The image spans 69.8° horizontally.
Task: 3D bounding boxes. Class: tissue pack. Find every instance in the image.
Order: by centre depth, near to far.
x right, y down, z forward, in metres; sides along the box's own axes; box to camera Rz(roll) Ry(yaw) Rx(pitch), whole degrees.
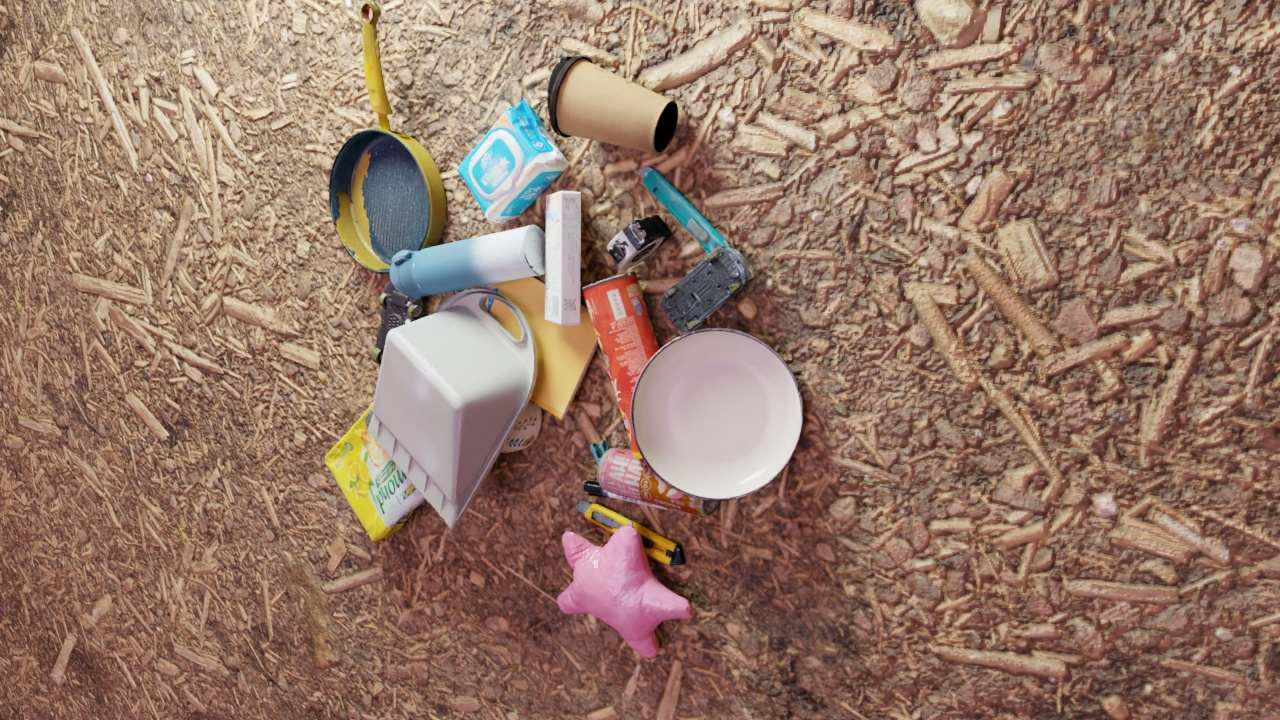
[{"bbox_3d":[-0.160,-0.243,1.135,0.140,0.063,0.090,-38,80,33],"label":"tissue pack"}]

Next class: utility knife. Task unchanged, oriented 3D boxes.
[{"bbox_3d":[0.051,-0.166,1.049,0.160,0.013,0.029,48,121,14],"label":"utility knife"},{"bbox_3d":[-0.017,0.221,1.182,0.173,0.015,0.033,22,109,27],"label":"utility knife"}]

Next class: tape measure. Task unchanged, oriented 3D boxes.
[{"bbox_3d":[-0.005,-0.136,1.060,0.066,0.065,0.033,-39,82,31],"label":"tape measure"}]

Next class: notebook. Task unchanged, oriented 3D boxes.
[{"bbox_3d":[-0.151,-0.035,1.192,0.206,0.010,0.146,30,103,23],"label":"notebook"}]

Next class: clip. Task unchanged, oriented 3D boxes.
[{"bbox_3d":[-0.046,0.130,1.180,0.046,0.014,0.057,-25,86,32],"label":"clip"}]

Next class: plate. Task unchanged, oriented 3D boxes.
[{"bbox_3d":[0.086,0.060,1.034,0.192,0.039,0.192,0,91,6],"label":"plate"}]

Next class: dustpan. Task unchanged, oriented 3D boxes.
[{"bbox_3d":[-0.240,0.042,1.215,0.223,0.142,0.258,42,135,28],"label":"dustpan"}]

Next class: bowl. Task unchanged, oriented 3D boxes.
[{"bbox_3d":[-0.195,0.073,1.234,0.114,0.062,0.113,8,105,32],"label":"bowl"}]

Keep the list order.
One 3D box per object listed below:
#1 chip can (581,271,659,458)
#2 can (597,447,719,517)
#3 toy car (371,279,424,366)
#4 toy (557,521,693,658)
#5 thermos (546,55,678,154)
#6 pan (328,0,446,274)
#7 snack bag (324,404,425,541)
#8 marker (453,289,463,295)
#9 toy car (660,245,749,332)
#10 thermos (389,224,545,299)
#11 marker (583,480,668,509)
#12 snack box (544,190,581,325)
[{"bbox_3d":[-0.006,0.006,1.091,0.073,0.073,0.216,-17,92,34],"label":"chip can"},{"bbox_3d":[0.022,0.147,1.114,0.147,0.057,0.058,10,106,30],"label":"can"},{"bbox_3d":[-0.342,-0.041,1.311,0.070,0.042,0.158,23,114,26],"label":"toy car"},{"bbox_3d":[-0.019,0.285,1.163,0.195,0.074,0.179,22,117,23],"label":"toy"},{"bbox_3d":[-0.034,-0.284,1.036,0.143,0.092,0.093,22,112,18],"label":"thermos"},{"bbox_3d":[-0.350,-0.291,1.236,0.198,0.078,0.358,20,111,27],"label":"pan"},{"bbox_3d":[-0.357,0.145,1.349,0.247,0.068,0.158,-42,78,32],"label":"snack bag"},{"bbox_3d":[-0.247,-0.070,1.260,0.018,0.015,0.124,-3,98,30],"label":"marker"},{"bbox_3d":[0.074,-0.081,1.039,0.121,0.036,0.054,-41,81,36],"label":"toy car"},{"bbox_3d":[-0.224,-0.125,1.185,0.221,0.070,0.070,-7,97,25],"label":"thermos"},{"bbox_3d":[-0.015,0.172,1.169,0.131,0.018,0.023,7,130,31],"label":"marker"},{"bbox_3d":[-0.094,-0.123,1.107,0.085,0.026,0.157,-159,70,-70],"label":"snack box"}]
